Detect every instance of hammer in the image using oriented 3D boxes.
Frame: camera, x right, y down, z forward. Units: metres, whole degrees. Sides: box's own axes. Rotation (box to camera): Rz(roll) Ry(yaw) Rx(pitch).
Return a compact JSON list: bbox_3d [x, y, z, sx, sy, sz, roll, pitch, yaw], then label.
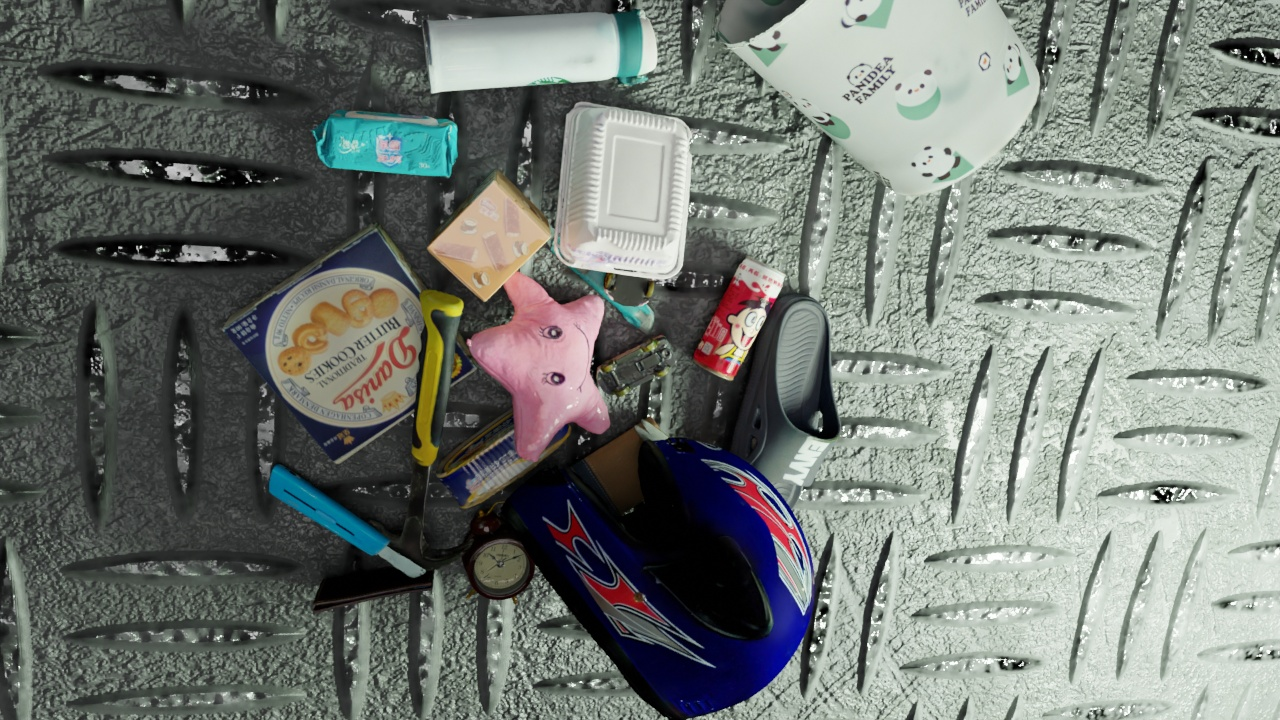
[{"bbox_3d":[-0.215,0.082,0.931,0.126,0.031,0.324,19,117,10],"label":"hammer"}]

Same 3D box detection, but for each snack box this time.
[{"bbox_3d":[-0.149,-0.126,0.913,0.094,0.092,0.077,-44,108,8],"label":"snack box"},{"bbox_3d":[-0.291,-0.017,0.942,0.178,0.046,0.182,-34,110,-2],"label":"snack box"}]

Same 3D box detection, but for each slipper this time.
[{"bbox_3d":[0.174,0.060,1.046,0.110,0.083,0.268,1,102,-29],"label":"slipper"}]

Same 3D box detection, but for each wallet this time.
[{"bbox_3d":[-0.016,0.127,1.058,0.115,0.033,0.090,-33,113,-3],"label":"wallet"},{"bbox_3d":[-0.285,0.244,0.992,0.122,0.096,0.020,-8,94,-11],"label":"wallet"}]

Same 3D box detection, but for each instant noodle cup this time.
[{"bbox_3d":[-0.010,-0.176,0.927,0.138,0.060,0.173,6,86,-14],"label":"instant noodle cup"}]

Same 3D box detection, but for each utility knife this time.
[{"bbox_3d":[-0.064,-0.104,0.988,0.223,0.013,0.029,40,95,-20],"label":"utility knife"},{"bbox_3d":[-0.311,0.175,0.974,0.194,0.018,0.034,33,105,0],"label":"utility knife"}]

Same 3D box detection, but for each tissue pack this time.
[{"bbox_3d":[-0.241,-0.209,0.873,0.133,0.093,0.050,1,109,-14],"label":"tissue pack"}]

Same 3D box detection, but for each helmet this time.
[{"bbox_3d":[0.038,0.198,0.953,0.240,0.247,0.315,-40,94,-10],"label":"helmet"}]

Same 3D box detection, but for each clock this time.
[{"bbox_3d":[-0.157,0.213,1.035,0.082,0.055,0.122,11,101,-16],"label":"clock"}]

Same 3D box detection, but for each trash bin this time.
[{"bbox_3d":[0.241,-0.311,0.898,0.252,0.229,0.229,38,94,-25],"label":"trash bin"}]

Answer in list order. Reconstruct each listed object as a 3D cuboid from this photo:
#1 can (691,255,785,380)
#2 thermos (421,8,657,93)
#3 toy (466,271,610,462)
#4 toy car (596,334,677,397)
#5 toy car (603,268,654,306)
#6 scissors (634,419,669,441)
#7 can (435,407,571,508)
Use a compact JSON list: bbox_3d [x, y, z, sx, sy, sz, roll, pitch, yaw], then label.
[{"bbox_3d":[0.110,-0.048,1.024,0.053,0.053,0.133,24,99,-19],"label":"can"},{"bbox_3d":[-0.095,-0.300,0.896,0.224,0.073,0.073,-7,107,-12],"label":"thermos"},{"bbox_3d":[-0.102,0.007,0.933,0.178,0.075,0.194,11,72,-41],"label":"toy"},{"bbox_3d":[-0.006,0.006,1.022,0.090,0.035,0.042,-27,109,1],"label":"toy car"},{"bbox_3d":[-0.004,-0.119,0.984,0.056,0.037,0.122,13,100,-12],"label":"toy car"},{"bbox_3d":[0.058,0.148,1.065,0.234,0.021,0.143,20,106,-28],"label":"scissors"},{"bbox_3d":[-0.149,0.098,0.994,0.148,0.074,0.049,-35,108,0],"label":"can"}]
